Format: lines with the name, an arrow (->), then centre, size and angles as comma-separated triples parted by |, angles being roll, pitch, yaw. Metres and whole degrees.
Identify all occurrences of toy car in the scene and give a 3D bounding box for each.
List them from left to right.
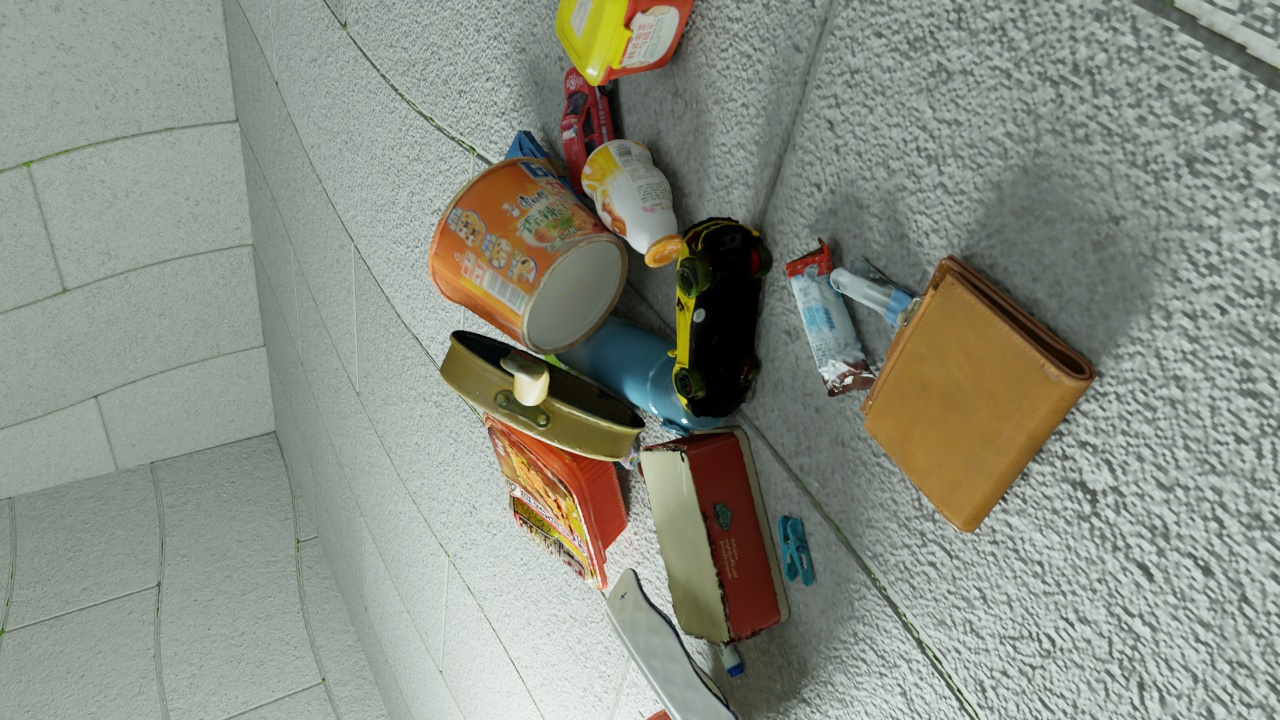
toy car -> -0.044, -0.201, 0.807 | 0.053, 0.045, 0.120 | 7, 107, 58
toy car -> 0.055, -0.028, 0.683 | 0.041, 0.071, 0.156 | 34, 132, 49

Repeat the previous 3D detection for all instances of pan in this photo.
pan -> -0.086, 0.021, 0.769 | 0.357, 0.198, 0.078 | -63, -1, -86

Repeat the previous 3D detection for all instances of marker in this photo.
marker -> 0.058, 0.221, 0.849 | 0.145, 0.016, 0.017 | 65, 150, 18

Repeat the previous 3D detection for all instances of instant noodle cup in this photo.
instant noodle cup -> -0.090, -0.083, 0.793 | 0.111, 0.151, 0.152 | 39, 137, 26
instant noodle cup -> -0.083, 0.131, 0.955 | 0.164, 0.079, 0.189 | 32, 146, 41
instant noodle cup -> 0.017, 0.427, 0.906 | 0.108, 0.137, 0.138 | 51, 143, 27

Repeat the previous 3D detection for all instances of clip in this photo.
clip -> 0.119, 0.147, 0.712 | 0.041, 0.014, 0.056 | -3, 99, 60
clip -> 0.148, -0.044, 0.574 | 0.057, 0.028, 0.024 | 39, 138, 34

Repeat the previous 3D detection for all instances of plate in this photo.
plate -> 0.035, 0.273, 0.790 | 0.205, 0.045, 0.205 | 54, 173, 8

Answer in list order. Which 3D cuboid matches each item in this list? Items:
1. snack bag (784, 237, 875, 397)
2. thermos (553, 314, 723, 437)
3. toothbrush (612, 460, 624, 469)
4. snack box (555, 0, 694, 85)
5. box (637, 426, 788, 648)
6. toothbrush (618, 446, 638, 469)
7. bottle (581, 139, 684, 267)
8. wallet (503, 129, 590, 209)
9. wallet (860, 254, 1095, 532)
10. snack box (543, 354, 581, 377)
snack bag -> 0.124, -0.027, 0.609 | 0.045, 0.026, 0.105 | -22, 85, 52
thermos -> -0.005, 0.005, 0.809 | 0.221, 0.070, 0.070 | 27, 126, 54
toothbrush -> -0.064, 0.117, 1.015 | 0.192, 0.018, 0.016 | -16, 89, 61
snack box -> -0.010, -0.259, 0.682 | 0.082, 0.080, 0.091 | 63, 149, 23
box -> 0.051, 0.146, 0.763 | 0.091, 0.078, 0.168 | -11, 93, 60
toothbrush -> -0.069, 0.055, 0.960 | 0.189, 0.021, 0.029 | 36, 139, 36
bottle -> -0.003, -0.127, 0.748 | 0.108, 0.063, 0.063 | 61, 148, 25
wallet -> -0.106, -0.151, 0.918 | 0.133, 0.040, 0.107 | 54, 126, 28
wallet -> 0.182, 0.021, 0.526 | 0.108, 0.031, 0.132 | 51, 142, 32
snack box -> -0.094, -0.058, 0.977 | 0.086, 0.026, 0.156 | -40, 69, 59
